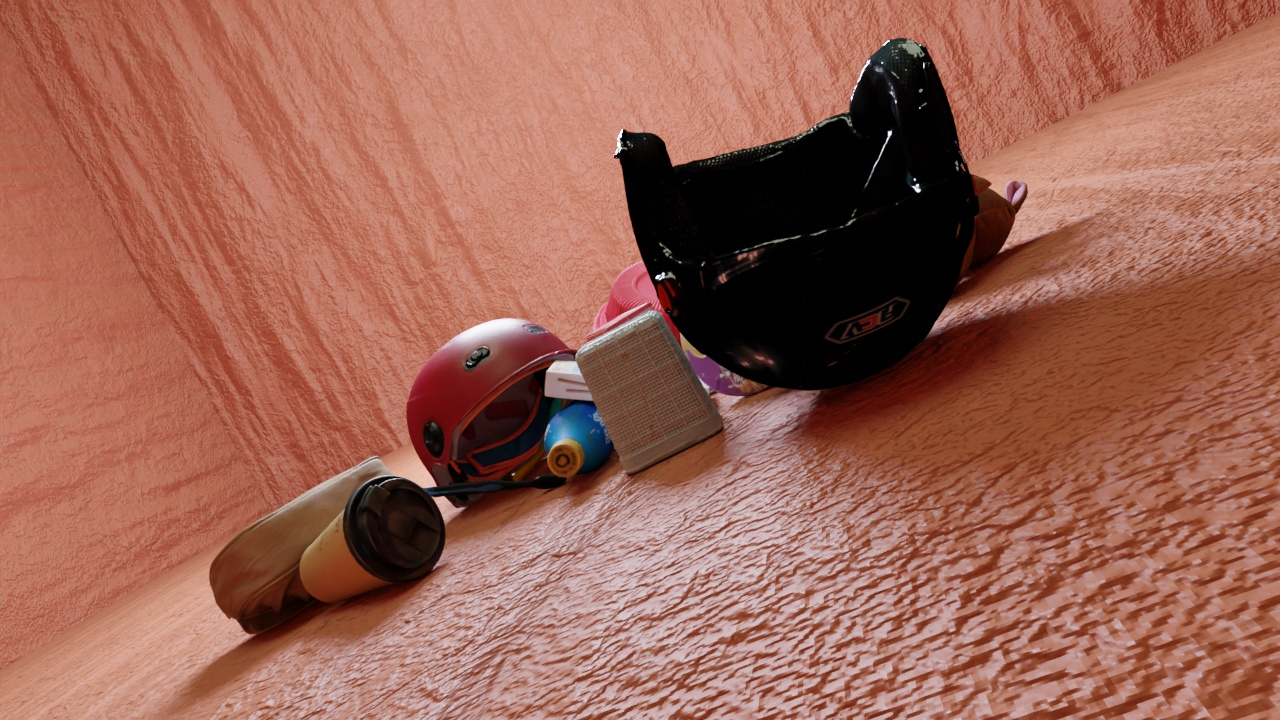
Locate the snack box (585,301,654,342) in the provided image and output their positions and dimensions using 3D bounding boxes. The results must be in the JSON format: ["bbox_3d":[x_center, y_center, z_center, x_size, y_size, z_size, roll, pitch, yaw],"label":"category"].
[{"bbox_3d":[-0.006,0.006,1.024,0.044,0.113,0.126,-21,7,28],"label":"snack box"}]

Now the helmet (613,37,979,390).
[{"bbox_3d":[0.120,-0.088,0.667,0.233,0.230,0.274,-20,27,2],"label":"helmet"}]

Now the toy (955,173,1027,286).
[{"bbox_3d":[0.286,-0.128,0.884,0.199,0.130,0.140,-18,-8,-39],"label":"toy"}]

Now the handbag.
[{"bbox_3d":[-0.326,0.188,0.922,0.203,0.100,0.148,-33,-11,-48],"label":"handbag"}]

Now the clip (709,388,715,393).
[{"bbox_3d":[0.057,0.034,0.963,0.058,0.038,0.026,-28,3,7],"label":"clip"}]

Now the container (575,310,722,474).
[{"bbox_3d":[0.005,0.022,0.783,0.090,0.111,0.090,-26,4,5],"label":"container"}]

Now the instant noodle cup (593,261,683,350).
[{"bbox_3d":[0.033,-0.071,1.150,0.194,0.066,0.193,-4,38,3],"label":"instant noodle cup"}]

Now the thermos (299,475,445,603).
[{"bbox_3d":[-0.238,0.162,0.801,0.144,0.093,0.092,-32,0,37],"label":"thermos"}]

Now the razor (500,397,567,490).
[{"bbox_3d":[-0.107,0.080,0.989,0.132,0.028,0.043,-60,-4,2],"label":"razor"}]

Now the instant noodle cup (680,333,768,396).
[{"bbox_3d":[0.110,-0.029,0.868,0.112,0.111,0.099,-23,-4,38],"label":"instant noodle cup"}]

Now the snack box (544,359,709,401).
[{"bbox_3d":[-0.012,0.024,0.903,0.157,0.027,0.084,6,7,1],"label":"snack box"}]

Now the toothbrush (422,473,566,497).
[{"bbox_3d":[-0.159,0.124,0.896,0.190,0.014,0.016,-8,10,17],"label":"toothbrush"}]

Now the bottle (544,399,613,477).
[{"bbox_3d":[-0.055,0.071,0.887,0.065,0.065,0.218,-26,5,8],"label":"bottle"}]

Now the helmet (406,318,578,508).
[{"bbox_3d":[-0.174,0.035,1.030,0.206,0.144,0.241,-31,-25,-36],"label":"helmet"}]
